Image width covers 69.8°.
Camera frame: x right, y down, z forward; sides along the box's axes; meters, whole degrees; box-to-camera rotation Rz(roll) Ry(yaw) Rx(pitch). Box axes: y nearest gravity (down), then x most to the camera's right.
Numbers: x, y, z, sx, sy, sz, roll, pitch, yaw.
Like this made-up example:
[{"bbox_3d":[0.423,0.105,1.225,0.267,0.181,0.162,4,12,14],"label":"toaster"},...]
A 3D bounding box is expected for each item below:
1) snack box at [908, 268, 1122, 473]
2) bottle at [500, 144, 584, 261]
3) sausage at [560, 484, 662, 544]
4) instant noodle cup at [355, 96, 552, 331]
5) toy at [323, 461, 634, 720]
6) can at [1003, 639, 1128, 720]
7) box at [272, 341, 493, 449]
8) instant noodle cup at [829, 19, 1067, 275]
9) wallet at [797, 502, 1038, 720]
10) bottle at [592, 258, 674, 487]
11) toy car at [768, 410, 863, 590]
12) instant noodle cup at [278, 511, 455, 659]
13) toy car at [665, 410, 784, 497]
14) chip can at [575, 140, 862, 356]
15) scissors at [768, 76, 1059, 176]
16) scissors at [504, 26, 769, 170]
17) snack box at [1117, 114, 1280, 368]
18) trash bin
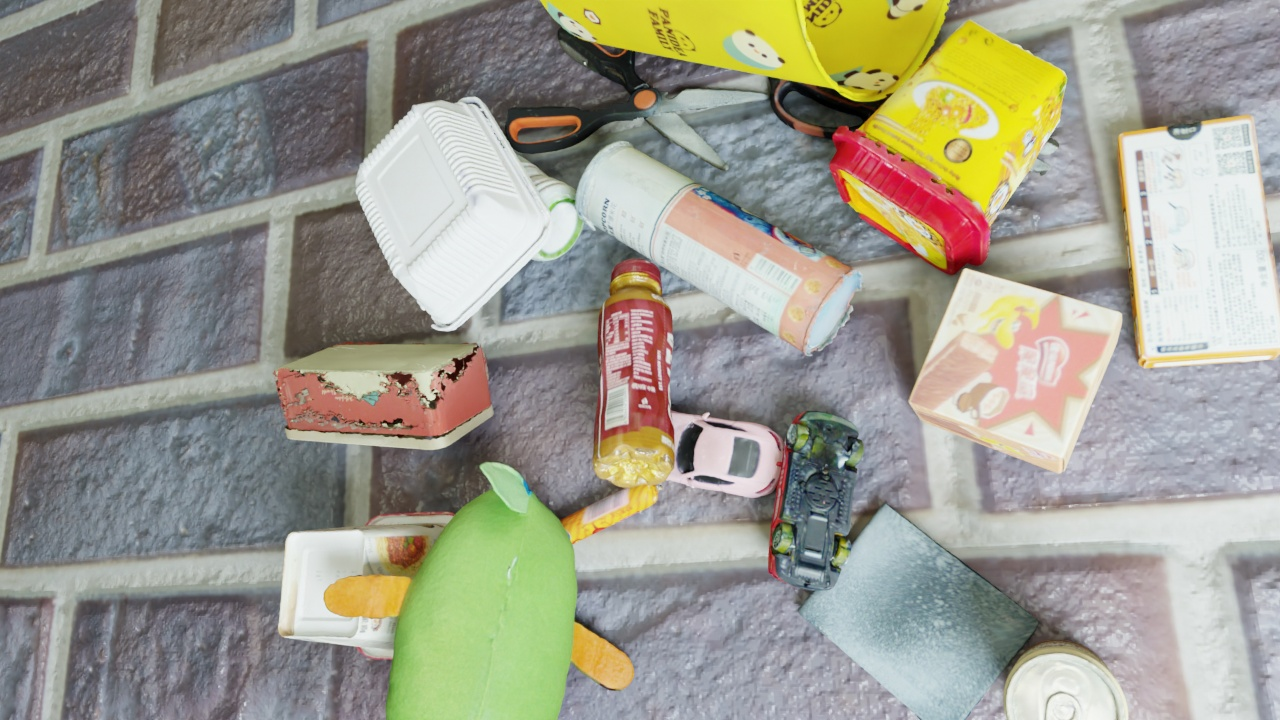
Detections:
[{"bbox_3d":[0.234,0.007,0.574,0.094,0.077,0.092,22,87,27],"label":"snack box"},{"bbox_3d":[-0.135,-0.156,0.792,0.197,0.068,0.068,35,93,30],"label":"bottle"},{"bbox_3d":[-0.054,0.131,0.707,0.165,0.021,0.021,-28,67,16],"label":"sausage"},{"bbox_3d":[-0.161,-0.126,0.728,0.138,0.060,0.173,-41,58,17],"label":"instant noodle cup"},{"bbox_3d":[-0.109,0.199,0.638,0.090,0.227,0.246,-33,39,60],"label":"toy"},{"bbox_3d":[0.234,0.186,0.507,0.059,0.116,0.058,-6,74,23],"label":"can"},{"bbox_3d":[-0.215,0.019,0.758,0.169,0.091,0.079,0,108,25],"label":"box"},{"bbox_3d":[0.204,-0.139,0.600,0.116,0.116,0.124,41,95,23],"label":"instant noodle cup"},{"bbox_3d":[0.177,0.167,0.595,0.121,0.019,0.097,39,97,26],"label":"wallet"},{"bbox_3d":[-0.004,0.004,0.678,0.058,0.057,0.174,-14,55,21],"label":"bottle"},{"bbox_3d":[0.115,0.094,0.620,0.053,0.045,0.120,17,74,-9],"label":"toy car"},{"bbox_3d":[-0.203,0.173,0.707,0.117,0.124,0.116,-6,75,23],"label":"instant noodle cup"},{"bbox_3d":[0.045,0.067,0.670,0.122,0.037,0.056,7,79,27],"label":"toy car"},{"bbox_3d":[0.054,-0.085,0.676,0.215,0.071,0.071,34,92,24],"label":"chip can"},{"bbox_3d":[0.200,-0.193,0.674,0.207,0.015,0.194,-13,71,21],"label":"scissors"},{"bbox_3d":[-0.015,-0.215,0.771,0.224,0.022,0.220,-26,63,5],"label":"scissors"},{"bbox_3d":[0.346,-0.074,0.571,0.075,0.026,0.153,-5,76,23],"label":"snack box"},{"bbox_3d":[0.065,-0.312,0.649,0.256,0.229,0.229,19,85,37],"label":"trash bin"}]
